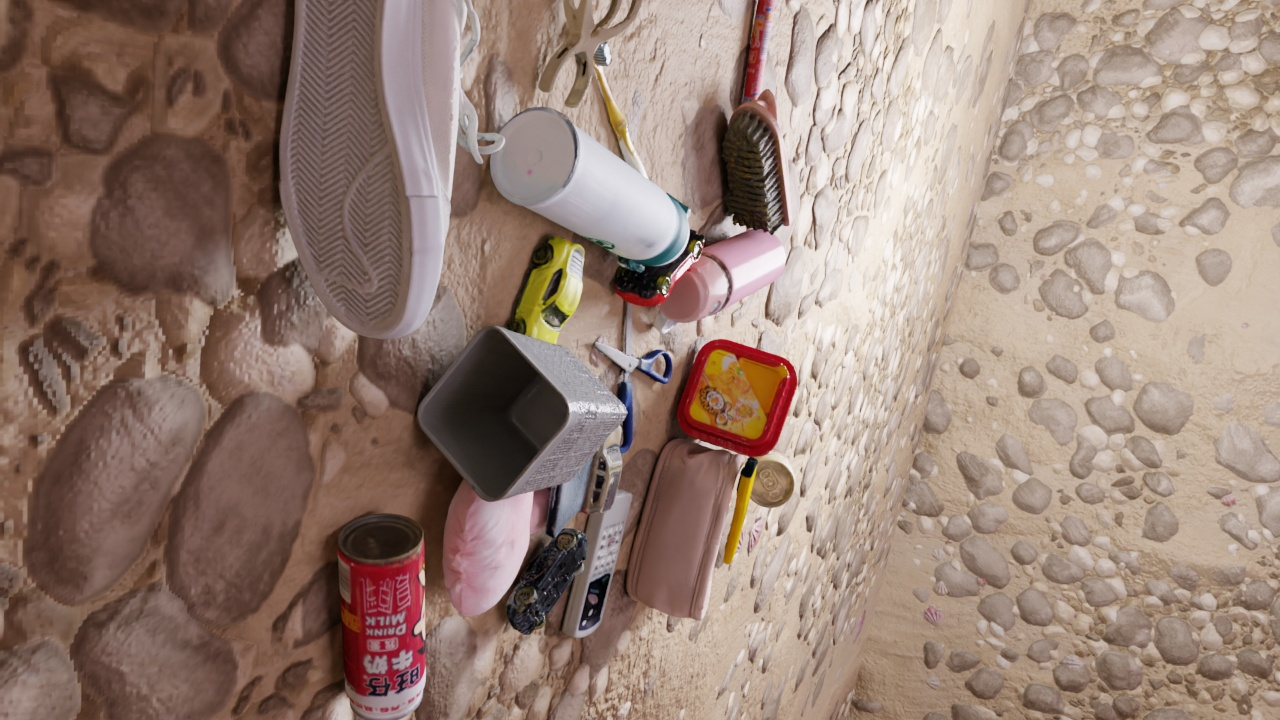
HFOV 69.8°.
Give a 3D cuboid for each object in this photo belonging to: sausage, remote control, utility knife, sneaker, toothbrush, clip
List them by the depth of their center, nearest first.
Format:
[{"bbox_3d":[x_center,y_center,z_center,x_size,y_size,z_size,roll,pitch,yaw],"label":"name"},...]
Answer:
[{"bbox_3d":[-0.125,-0.134,0.479,0.090,0.090,0.242,-23,119,-63],"label":"sneaker"},{"bbox_3d":[-0.026,-0.228,0.647,0.083,0.035,0.104,-2,108,-38],"label":"clip"},{"bbox_3d":[-0.012,-0.187,0.741,0.016,0.018,0.191,-59,151,-23],"label":"toothbrush"},{"bbox_3d":[-0.042,0.202,0.916,0.058,0.021,0.150,1,103,-64],"label":"remote control"},{"bbox_3d":[0.120,-0.316,0.927,0.020,0.020,0.156,-27,129,-57],"label":"sausage"},{"bbox_3d":[0.108,0.165,1.005,0.033,0.015,0.154,-51,154,-52],"label":"utility knife"}]

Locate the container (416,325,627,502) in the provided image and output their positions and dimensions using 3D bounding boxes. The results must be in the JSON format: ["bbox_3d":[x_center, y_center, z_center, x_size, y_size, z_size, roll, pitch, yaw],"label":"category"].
[{"bbox_3d":[-0.076,0.038,0.647,0.090,0.090,0.114,-49,161,13],"label":"container"}]

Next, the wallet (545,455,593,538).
[{"bbox_3d":[-0.057,0.081,0.777,0.097,0.019,0.121,-28,128,-78],"label":"wallet"}]

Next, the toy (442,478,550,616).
[{"bbox_3d":[-0.105,0.121,0.703,0.159,0.054,0.121,-43,143,-66],"label":"toy"}]

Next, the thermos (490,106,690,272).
[{"bbox_3d":[-0.027,-0.119,0.701,0.224,0.073,0.073,16,90,-65],"label":"thermos"}]

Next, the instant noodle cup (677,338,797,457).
[{"bbox_3d":[0.113,0.049,1.043,0.123,0.116,0.116,51,58,-74],"label":"instant noodle cup"}]

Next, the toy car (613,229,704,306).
[{"bbox_3d":[0.020,-0.086,0.831,0.106,0.049,0.031,-52,148,-37],"label":"toy car"}]

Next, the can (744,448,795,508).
[{"bbox_3d":[0.151,0.137,1.080,0.116,0.058,0.058,-14,119,-83],"label":"can"}]

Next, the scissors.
[{"bbox_3d":[-0.008,0.013,0.880,0.162,0.012,0.175,-14,117,-60],"label":"scissors"}]

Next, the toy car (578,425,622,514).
[{"bbox_3d":[-0.037,0.097,0.847,0.042,0.035,0.090,-6,108,-64],"label":"toy car"}]

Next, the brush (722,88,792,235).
[{"bbox_3d":[0.124,-0.205,0.952,0.072,0.063,0.146,-49,143,-29],"label":"brush"}]

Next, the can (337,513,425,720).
[{"bbox_3d":[-0.169,0.171,0.604,0.053,0.053,0.133,-31,132,-54],"label":"can"}]

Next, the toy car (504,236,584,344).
[{"bbox_3d":[-0.069,-0.042,0.700,0.048,0.032,0.105,33,77,-64],"label":"toy car"}]

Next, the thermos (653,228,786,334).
[{"bbox_3d":[0.079,-0.081,0.944,0.198,0.067,0.087,-32,160,-55],"label":"thermos"}]

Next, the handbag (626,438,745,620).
[{"bbox_3d":[0.074,0.188,1.090,0.234,0.093,0.193,0,105,-72],"label":"handbag"}]

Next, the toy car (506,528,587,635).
[{"bbox_3d":[-0.083,0.193,0.814,0.105,0.031,0.049,-50,147,-37],"label":"toy car"}]
